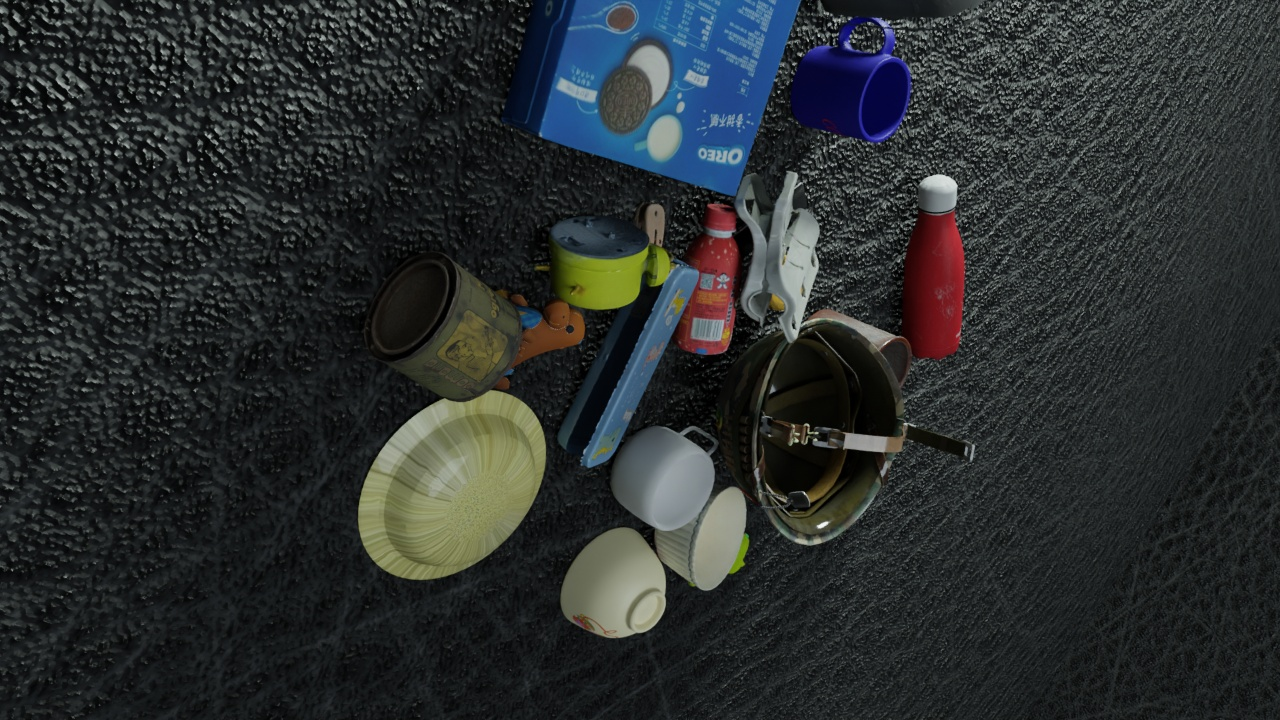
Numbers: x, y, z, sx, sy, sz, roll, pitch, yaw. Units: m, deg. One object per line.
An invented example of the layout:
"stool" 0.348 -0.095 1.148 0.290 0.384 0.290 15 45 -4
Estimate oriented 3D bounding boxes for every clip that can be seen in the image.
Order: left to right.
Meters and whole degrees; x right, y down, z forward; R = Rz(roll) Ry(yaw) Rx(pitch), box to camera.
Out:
"clip" 0.008 -0.111 0.824 0.025 0.049 0.061 -2 140 -43
"clip" 0.123 -0.107 0.872 0.151 0.089 0.125 59 37 -35

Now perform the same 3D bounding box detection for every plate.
"plate" -0.147 0.117 0.789 0.184 0.036 0.185 -23 127 -34

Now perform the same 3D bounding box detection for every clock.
"clock" -0.025 -0.086 0.767 0.118 0.083 0.057 -18 128 -33

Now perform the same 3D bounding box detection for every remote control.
"remote control" 0.130 -0.139 0.941 0.124 0.012 0.028 -39 134 -22

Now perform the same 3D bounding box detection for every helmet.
"helmet" 0.180 0.072 0.927 0.192 0.237 0.224 4 77 -29

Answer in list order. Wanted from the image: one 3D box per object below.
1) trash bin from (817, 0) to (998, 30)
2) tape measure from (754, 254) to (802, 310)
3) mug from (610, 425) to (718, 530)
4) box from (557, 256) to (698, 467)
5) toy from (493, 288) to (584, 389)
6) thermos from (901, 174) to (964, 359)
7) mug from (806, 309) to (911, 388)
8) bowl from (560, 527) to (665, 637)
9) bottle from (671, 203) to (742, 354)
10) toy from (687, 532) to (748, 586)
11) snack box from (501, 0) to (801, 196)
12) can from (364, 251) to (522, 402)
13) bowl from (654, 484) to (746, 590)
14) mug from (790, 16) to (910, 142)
"trash bin" 0.203 -0.420 0.736 0.220 0.197 0.197 38 85 -42
"tape measure" 0.147 -0.084 0.974 0.068 0.030 0.059 7 107 -44
"mug" 0.029 0.112 0.937 0.115 0.068 0.094 -42 135 -20
"box" -0.002 0.007 0.843 0.067 0.052 0.210 10 113 -48
"toy" -0.091 -0.011 0.756 0.090 0.070 0.103 -10 145 -12
"thermos" 0.364 -0.114 1.136 0.073 0.073 0.240 -31 130 -29
"mug" 0.251 0.001 1.066 0.122 0.110 0.096 20 102 -48
"bowl" -0.015 0.245 0.962 0.117 0.074 0.118 -22 126 -35
"bottle" 0.067 -0.079 0.875 0.061 0.062 0.138 -12 120 -40
"toy" 0.088 0.229 1.084 0.093 0.036 0.094 -39 128 -15
"snack box" 0.020 -0.253 0.739 0.238 0.056 0.196 5 108 -46
"can" -0.145 -0.024 0.677 0.090 0.090 0.074 -57 138 -5
"bowl" 0.061 0.185 0.999 0.115 0.062 0.115 -27 123 -51
"mug" 0.207 -0.275 0.887 0.079 0.083 0.111 -8 117 -42
